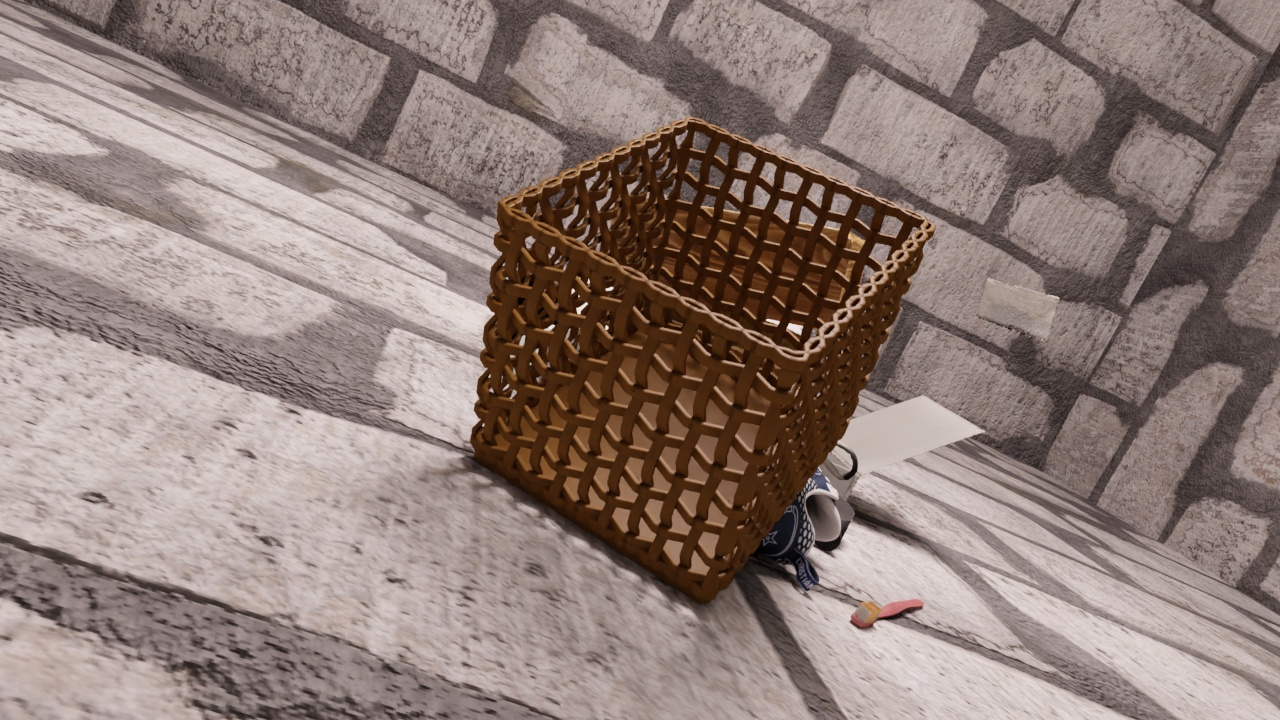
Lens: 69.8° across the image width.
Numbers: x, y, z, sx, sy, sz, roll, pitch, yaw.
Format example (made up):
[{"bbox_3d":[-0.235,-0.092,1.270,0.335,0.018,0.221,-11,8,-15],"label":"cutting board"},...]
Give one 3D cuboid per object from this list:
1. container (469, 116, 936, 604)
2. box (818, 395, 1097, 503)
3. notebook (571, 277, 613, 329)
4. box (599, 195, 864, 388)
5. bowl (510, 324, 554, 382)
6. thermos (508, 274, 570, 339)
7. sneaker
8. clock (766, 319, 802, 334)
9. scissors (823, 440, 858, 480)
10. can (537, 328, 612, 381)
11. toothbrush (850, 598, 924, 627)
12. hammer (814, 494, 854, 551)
[{"bbox_3d":[0.043,-0.015,0.681,0.220,0.215,0.250,29,39,20],"label":"container"},{"bbox_3d":[0.314,0.114,1.161,0.478,0.119,0.166,2,13,-9],"label":"box"},{"bbox_3d":[-0.027,-0.044,1.264,0.153,0.012,0.208,10,39,-23],"label":"notebook"},{"bbox_3d":[0.100,-0.079,0.974,0.245,0.168,0.278,16,11,15],"label":"box"},{"bbox_3d":[-0.095,-0.003,1.049,0.117,0.061,0.117,26,9,-4],"label":"bowl"},{"bbox_3d":[-0.139,-0.065,1.210,0.086,0.086,0.198,24,9,-14],"label":"thermos"},{"bbox_3d":[0.134,0.117,0.868,0.132,0.103,0.268,39,22,4],"label":"sneaker"},{"bbox_3d":[0.136,-0.013,1.230,0.125,0.161,0.073,68,-1,-80],"label":"clock"},{"bbox_3d":[0.169,0.090,1.029,0.163,0.155,0.012,23,26,-1],"label":"scissors"},{"bbox_3d":[-0.030,0.011,0.962,0.139,0.088,0.088,0,23,-35],"label":"can"},{"bbox_3d":[0.223,0.217,0.807,0.015,0.016,0.184,39,12,32],"label":"toothbrush"},{"bbox_3d":[0.085,0.108,0.999,0.305,0.040,0.132,27,12,15],"label":"hammer"}]
